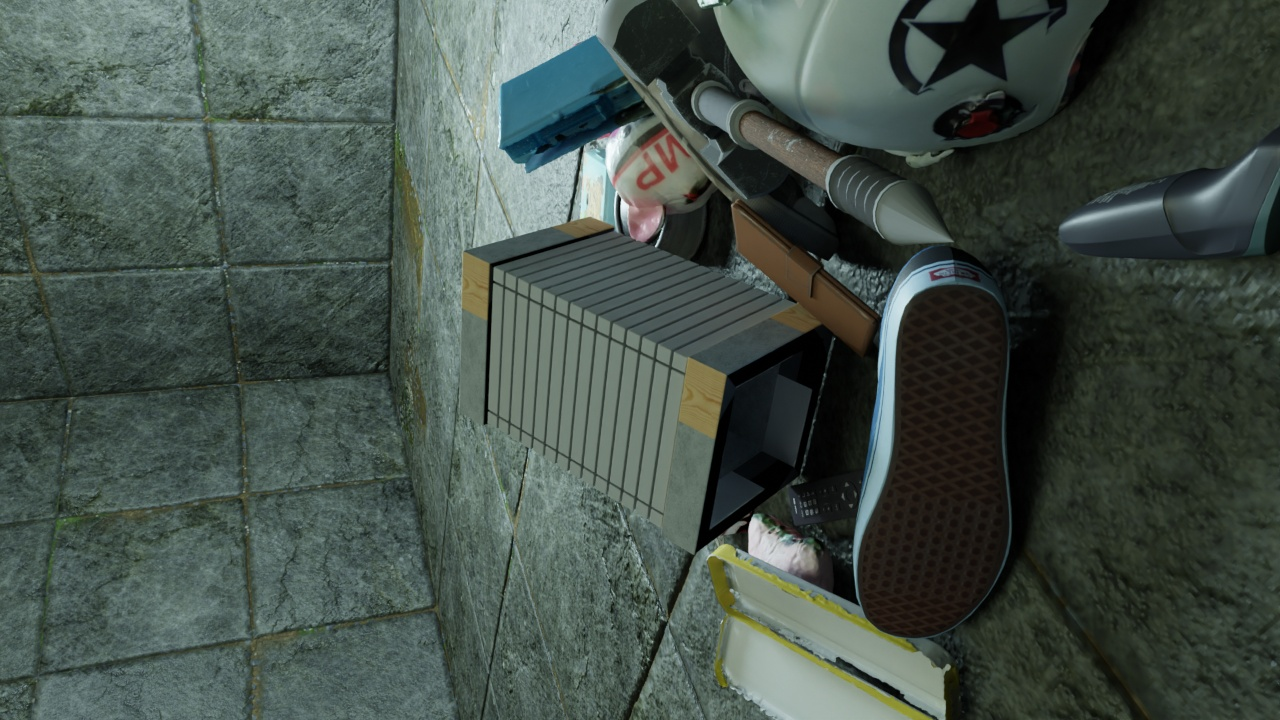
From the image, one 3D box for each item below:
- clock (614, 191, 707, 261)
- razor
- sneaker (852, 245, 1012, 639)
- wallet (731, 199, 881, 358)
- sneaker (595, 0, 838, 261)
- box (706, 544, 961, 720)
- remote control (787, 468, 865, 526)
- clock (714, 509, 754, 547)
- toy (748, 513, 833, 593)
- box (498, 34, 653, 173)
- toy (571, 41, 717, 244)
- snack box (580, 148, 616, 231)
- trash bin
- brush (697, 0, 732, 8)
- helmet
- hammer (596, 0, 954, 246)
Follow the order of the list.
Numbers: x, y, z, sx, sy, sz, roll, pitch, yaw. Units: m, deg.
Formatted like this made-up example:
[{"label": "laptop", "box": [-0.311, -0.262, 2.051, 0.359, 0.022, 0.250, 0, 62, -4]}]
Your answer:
[{"label": "clock", "box": [0.019, -0.156, 0.873, 0.104, 0.056, 0.148, 21, 115, 55]}, {"label": "razor", "box": [0.233, -0.065, 0.381, 0.052, 0.047, 0.143, 63, 164, -10]}, {"label": "sneaker", "box": [0.173, 0.048, 0.540, 0.098, 0.083, 0.242, -62, -26, -61]}, {"label": "wallet", "box": [0.109, -0.053, 0.611, 0.121, 0.013, 0.087, 43, 175, 17]}, {"label": "sneaker", "box": [0.085, -0.183, 0.645, 0.120, 0.095, 0.234, -38, 80, 18]}, {"label": "box", "box": [0.126, 0.216, 0.644, 0.210, 0.038, 0.130, 16, 115, 48]}, {"label": "remote control", "box": [0.148, 0.097, 0.659, 0.137, 0.015, 0.032, 146, 117, -64]}, {"label": "clock", "box": [0.052, 0.087, 0.830, 0.115, 0.065, 0.155, -144, 52, -62]}, {"label": "toy", "box": [0.117, 0.169, 0.706, 0.102, 0.050, 0.093, -155, 57, -69]}, {"label": "box", "box": [-0.011, -0.237, 0.755, 0.048, 0.232, 0.093, 48, -154, -45]}, {"label": "toy", "box": [0.018, -0.217, 0.800, 0.142, 0.084, 0.213, -29, 62, 18]}, {"label": "snack box", "box": [-0.033, -0.139, 1.016, 0.075, 0.053, 0.175, -131, 42, -57]}, {"label": "trash bin", "box": [-0.004, 0.004, 0.712, 0.247, 0.142, 0.143, 26, 123, 32]}, {"label": "brush", "box": [0.027, -0.219, 0.516, 0.217, 0.012, 0.033, -103, 3, -66]}, {"label": "helmet", "box": [0.117, -0.227, 0.473, 0.265, 0.163, 0.236, 125, 137, -60]}, {"label": "hammer", "box": [0.065, -0.105, 0.438, 0.043, 0.156, 0.322, -44, 26, 8]}]
